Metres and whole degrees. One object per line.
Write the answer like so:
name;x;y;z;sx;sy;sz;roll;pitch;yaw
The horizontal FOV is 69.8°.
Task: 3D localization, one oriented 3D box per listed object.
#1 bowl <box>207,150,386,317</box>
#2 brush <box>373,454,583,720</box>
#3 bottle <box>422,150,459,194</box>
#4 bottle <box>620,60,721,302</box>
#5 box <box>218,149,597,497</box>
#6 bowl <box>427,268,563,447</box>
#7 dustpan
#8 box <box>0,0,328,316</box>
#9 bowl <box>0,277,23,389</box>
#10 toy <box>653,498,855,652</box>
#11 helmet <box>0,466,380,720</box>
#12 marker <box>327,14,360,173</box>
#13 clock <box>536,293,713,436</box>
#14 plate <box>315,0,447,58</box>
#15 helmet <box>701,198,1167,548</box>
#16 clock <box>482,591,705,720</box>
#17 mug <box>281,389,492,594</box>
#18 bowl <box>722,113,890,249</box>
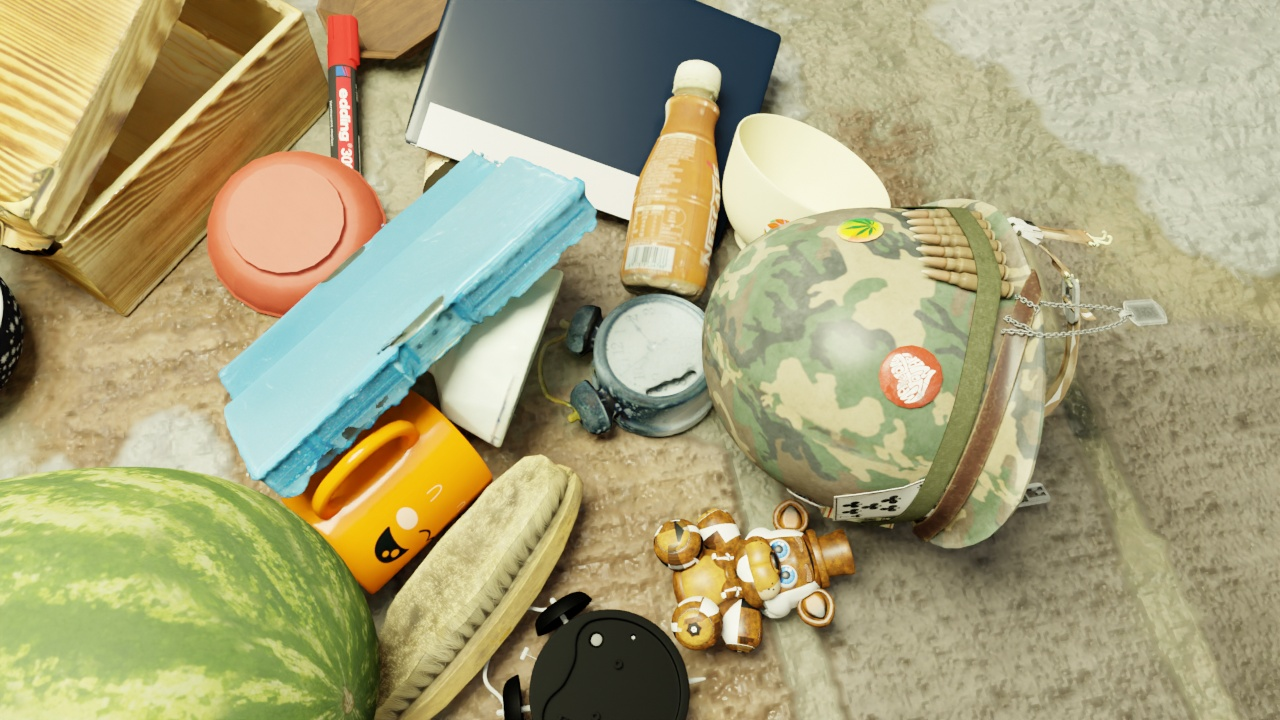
bowl;-0.238;-0.092;0.627;0.122;0.035;0.122;1;80;-6
brush;-0.102;0.137;0.531;0.059;0.043;0.195;21;66;42
bottle;-0.133;-0.190;0.688;0.045;0.045;0.184;1;66;-4
bottle;0.028;-0.124;0.633;0.059;0.059;0.167;10;81;1
box;-0.152;-0.040;0.547;0.231;0.033;0.174;-45;38;-11
bowl;-0.095;-0.010;0.566;0.061;0.118;0.117;19;65;-6
dustpan;-0.022;-0.244;0.696;0.236;0.080;0.273;18;86;-11
box;-0.411;-0.211;0.590;0.279;0.221;0.258;30;69;8
bowl;-0.445;-0.007;0.573;0.120;0.066;0.120;1;66;-3
toy;0.070;0.126;0.549;0.112;0.067;0.087;-14;67;3
helmet;-0.242;0.156;0.419;0.247;0.242;0.213;-3;94;21
marker;-0.219;-0.187;0.680;0.023;0.021;0.145;-10;77;16
clock;-0.004;0.004;0.608;0.129;0.052;0.090;-6;66;-2
plate;-0.191;-0.287;0.720;0.131;0.025;0.131;-4;75;16
helmet;0.159;0.006;0.530;0.236;0.193;0.224;-4;35;-24
clock;-0.030;0.185;0.526;0.121;0.043;0.091;23;66;6
mug;-0.149;0.070;0.532;0.077;0.113;0.095;40;69;17
bowl;0.104;-0.107;0.643;0.118;0.074;0.117;17;41;-16
